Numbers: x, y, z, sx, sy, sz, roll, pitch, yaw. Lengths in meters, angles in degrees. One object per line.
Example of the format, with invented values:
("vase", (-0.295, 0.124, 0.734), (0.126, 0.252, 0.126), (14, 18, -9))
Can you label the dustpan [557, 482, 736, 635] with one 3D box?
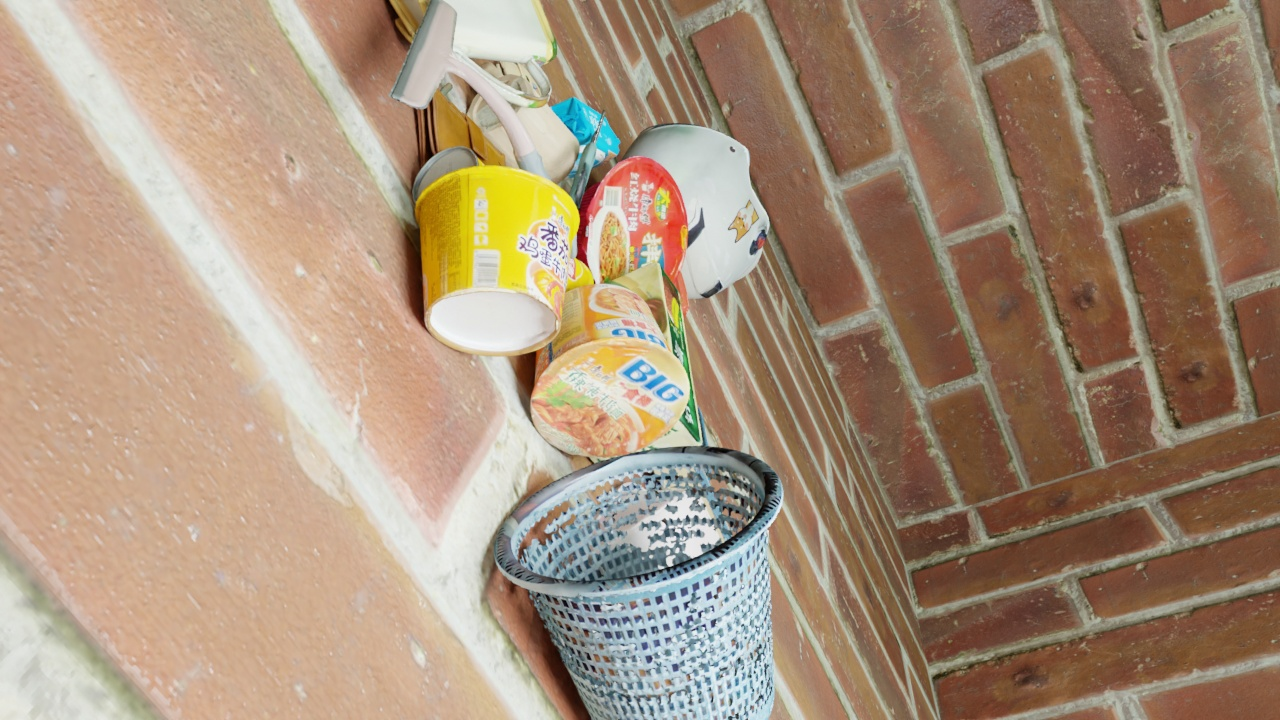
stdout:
("dustpan", (0.002, 0.248, 0.941), (0.272, 0.139, 0.222), (-30, 101, -45))

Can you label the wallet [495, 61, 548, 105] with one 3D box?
("wallet", (-0.146, -0.336, 1.167), (0.115, 0.024, 0.087), (-6, 80, -71))

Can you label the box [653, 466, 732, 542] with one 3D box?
("box", (0.059, 0.161, 1.101), (0.089, 0.059, 0.184), (-111, 175, -81))

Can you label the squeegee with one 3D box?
("squeegee", (-0.114, -0.191, 0.825), (0.249, 0.040, 0.247), (55, 17, -34))

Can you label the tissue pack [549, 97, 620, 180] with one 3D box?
("tissue pack", (-0.088, -0.273, 1.149), (0.063, 0.090, 0.140), (71, 17, 6))

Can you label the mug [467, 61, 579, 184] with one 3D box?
("mug", (-0.134, -0.265, 1.021), (0.103, 0.084, 0.124), (44, 21, -51))

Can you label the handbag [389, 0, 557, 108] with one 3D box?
("handbag", (-0.164, -0.329, 0.928), (0.163, 0.063, 0.178), (-11, 72, -45))

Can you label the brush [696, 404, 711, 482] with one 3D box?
("brush", (0.064, 0.113, 1.211), (0.073, 0.055, 0.143), (53, 22, -49))

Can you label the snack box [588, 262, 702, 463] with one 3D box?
("snack box", (-0.006, 0.006, 1.022), (0.063, 0.115, 0.239), (50, 25, -43))

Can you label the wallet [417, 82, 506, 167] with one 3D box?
("wallet", (-0.173, -0.198, 0.907), (0.130, 0.035, 0.119), (39, 40, -58))

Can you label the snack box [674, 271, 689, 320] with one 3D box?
("snack box", (0.022, -0.079, 1.246), (0.080, 0.082, 0.091), (119, -33, -51))

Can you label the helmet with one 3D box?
("helmet", (0.053, -0.189, 1.306), (0.156, 0.230, 0.274), (-53, 144, -44))

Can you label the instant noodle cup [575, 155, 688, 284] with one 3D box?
("instant noodle cup", (-0.022, -0.160, 1.158), (0.193, 0.066, 0.194), (-14, 108, -49))

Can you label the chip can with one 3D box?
("chip can", (-0.125, -0.113, 0.877), (0.213, 0.072, 0.072), (42, 31, -54))

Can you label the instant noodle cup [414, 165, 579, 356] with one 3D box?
("instant noodle cup", (-0.119, -0.075, 0.757), (0.138, 0.138, 0.109), (44, 37, -54))

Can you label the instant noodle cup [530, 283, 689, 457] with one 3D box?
("instant noodle cup", (-0.037, 0.004, 0.894), (0.151, 0.151, 0.111), (54, 14, -39))

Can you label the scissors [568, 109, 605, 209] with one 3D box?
("scissors", (-0.069, -0.197, 1.033), (0.019, 0.170, 0.179), (19, 18, -7))

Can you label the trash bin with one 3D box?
("trash bin", (0.016, 0.203, 0.735), (0.226, 0.227, 0.195), (-61, 141, -68))
